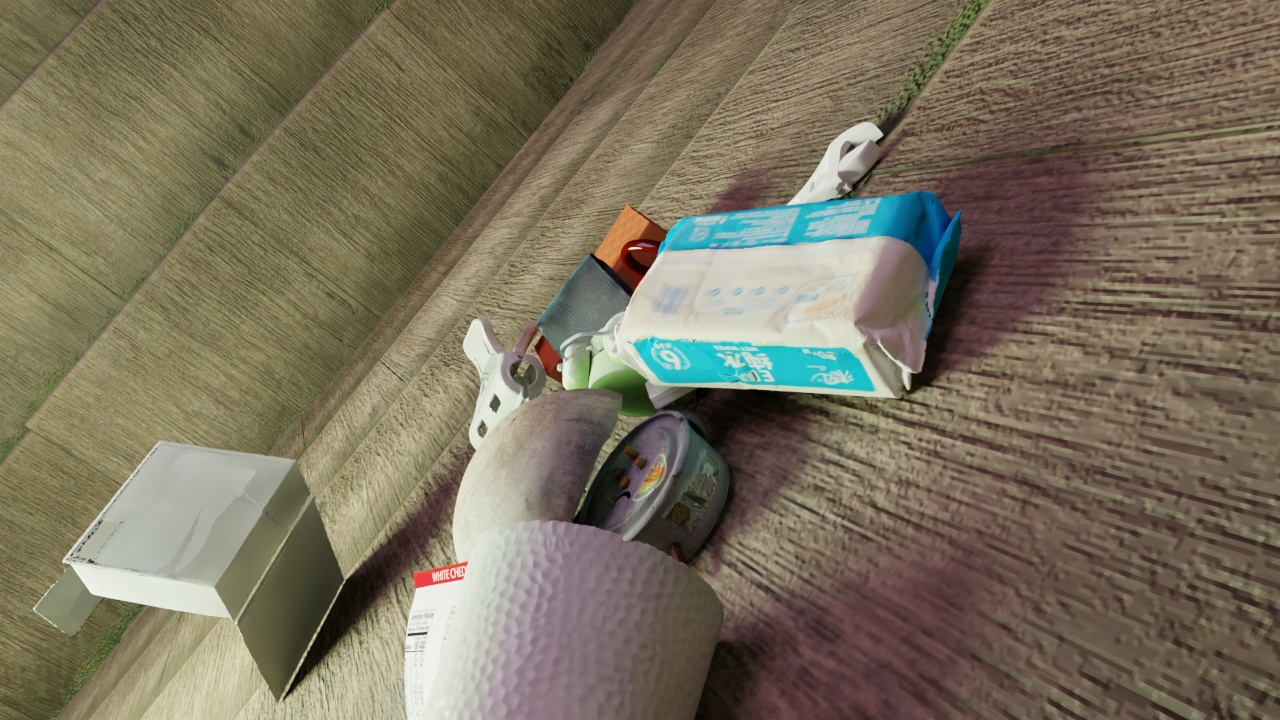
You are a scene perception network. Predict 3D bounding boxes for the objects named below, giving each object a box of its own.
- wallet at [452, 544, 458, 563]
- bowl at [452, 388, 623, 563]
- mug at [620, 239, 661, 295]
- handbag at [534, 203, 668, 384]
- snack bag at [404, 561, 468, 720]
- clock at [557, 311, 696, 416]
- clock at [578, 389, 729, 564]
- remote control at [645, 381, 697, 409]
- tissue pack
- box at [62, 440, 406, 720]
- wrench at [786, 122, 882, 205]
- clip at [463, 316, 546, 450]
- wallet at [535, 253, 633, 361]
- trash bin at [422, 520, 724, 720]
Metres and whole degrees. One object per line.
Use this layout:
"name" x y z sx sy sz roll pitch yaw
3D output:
"wallet" -0.109 0.133 0.773 0.119 0.031 0.099 -53 23 -12
"bowl" -0.081 0.089 0.630 0.178 0.081 0.178 -158 94 -86
"mug" 0.034 -0.058 0.698 0.083 0.105 0.073 -16 41 57
"handbag" -0.032 -0.061 0.898 0.172 0.060 0.109 -56 26 9
"snack bag" -0.114 0.200 0.572 0.131 0.039 0.144 -25 68 50
"clock" -0.004 0.004 0.674 0.095 0.119 0.042 -33 46 42
"clock" 0.011 0.074 0.584 0.104 0.056 0.147 -31 29 46
"remote control" 0.065 -0.010 0.610 0.136 0.011 0.050 -29 11 3
"tissue pack" 0.079 -0.039 0.553 0.210 0.066 0.116 3 52 38
"box" -0.391 0.256 0.995 0.172 0.380 0.166 -17 34 28
"wrench" 0.093 -0.091 0.763 0.274 0.018 0.066 -44 20 20
"clip" -0.132 0.029 0.888 0.125 0.075 0.144 -52 42 48
"wallet" -0.039 -0.032 0.812 0.089 0.026 0.115 -53 53 13
"trash bin" -0.041 0.177 0.418 0.134 0.133 0.161 -29 33 44
